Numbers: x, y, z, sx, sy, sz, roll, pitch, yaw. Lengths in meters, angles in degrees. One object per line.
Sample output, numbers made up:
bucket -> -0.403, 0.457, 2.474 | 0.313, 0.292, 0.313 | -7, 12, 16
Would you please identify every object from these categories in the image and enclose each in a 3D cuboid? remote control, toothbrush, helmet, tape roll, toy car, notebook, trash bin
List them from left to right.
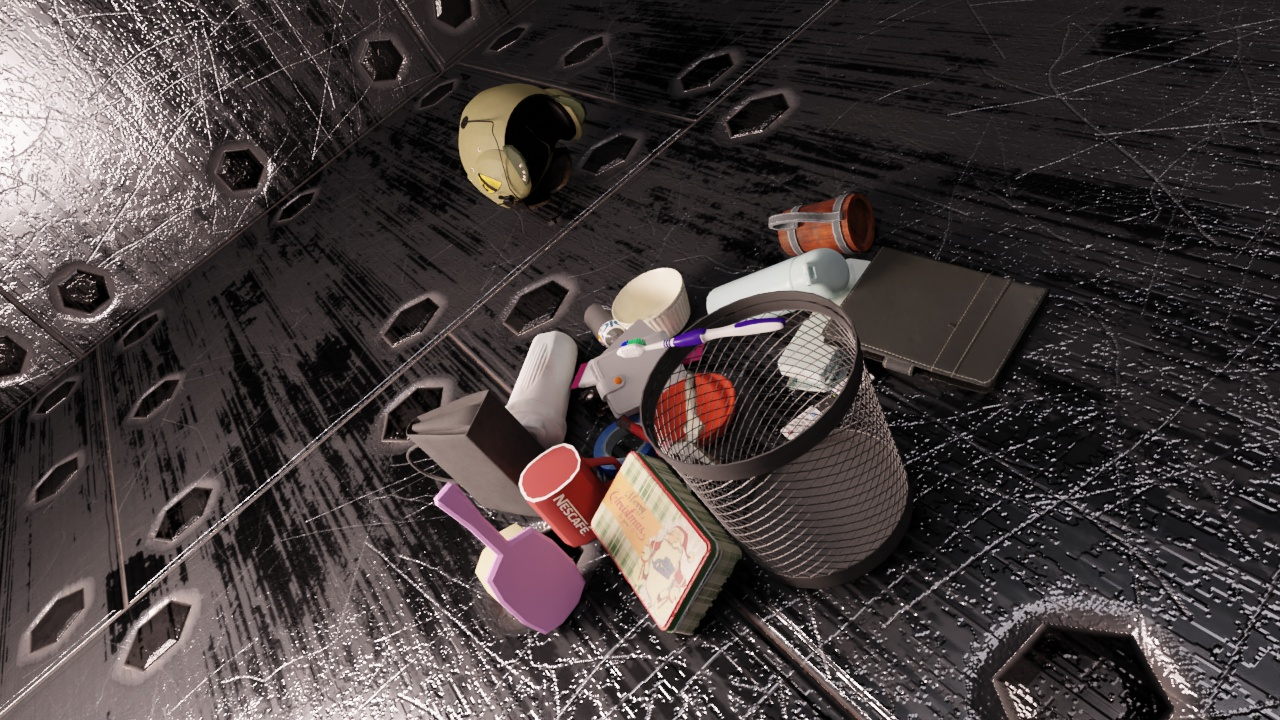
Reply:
helmet -> -0.218, -0.388, 1.711 | 0.233, 0.256, 0.249 | 12, 54, 41
toy car -> -0.038, 0.045, 1.277 | 0.092, 0.040, 0.037 | -23, 36, 16
tape roll -> -0.017, 0.112, 1.204 | 0.093, 0.016, 0.091 | -24, 37, 14
toothbrush -> 0.057, -0.024, 0.910 | 0.187, 0.015, 0.016 | -10, 38, 30
trash bin -> 0.148, 0.087, 0.921 | 0.218, 0.227, 0.217 | -21, 38, 18
remote control -> 0.222, 0.054, 1.084 | 0.124, 0.012, 0.028 | -38, 36, -4
notebook -> 0.338, -0.050, 1.067 | 0.209, 0.029, 0.169 | 20, 62, 37

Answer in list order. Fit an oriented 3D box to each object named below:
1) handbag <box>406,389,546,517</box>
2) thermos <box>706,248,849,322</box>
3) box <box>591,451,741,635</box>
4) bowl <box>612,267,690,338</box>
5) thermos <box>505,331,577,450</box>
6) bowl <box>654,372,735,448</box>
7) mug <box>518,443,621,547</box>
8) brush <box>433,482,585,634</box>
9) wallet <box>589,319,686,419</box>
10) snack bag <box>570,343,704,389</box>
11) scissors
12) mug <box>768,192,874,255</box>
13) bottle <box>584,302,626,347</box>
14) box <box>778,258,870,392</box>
handbag -> -0.232, 0.135, 1.219 | 0.196, 0.176, 0.072 | -11, 43, 34
thermos -> 0.176, -0.090, 1.190 | 0.207, 0.077, 0.065 | -18, 79, 51
box -> 0.021, 0.197, 1.015 | 0.118, 0.050, 0.205 | -59, 34, 12
bowl -> 0.023, -0.074, 1.346 | 0.115, 0.062, 0.115 | -22, 38, 18
thermos -> -0.141, 0.053, 1.316 | 0.099, 0.099, 0.219 | -18, 34, 22
bowl -> 0.071, 0.072, 1.164 | 0.122, 0.035, 0.121 | -22, 38, 18
mug -> -0.075, 0.157, 1.131 | 0.116, 0.096, 0.080 | -36, 36, -2
brush -> -0.153, 0.212, 1.021 | 0.089, 0.229, 0.043 | -50, 31, -20
wallet -> -0.007, 0.007, 1.234 | 0.118, 0.037, 0.115 | -23, 72, -9
snack bag -> -0.003, 0.003, 1.301 | 0.197, 0.016, 0.070 | -13, 26, 19
scissors -> 0.045, 0.082, 1.128 | 0.199, 0.015, 0.178 | 4, 51, 40
mug -> 0.244, -0.186, 1.261 | 0.111, 0.117, 0.081 | -3, 83, 41
bottle -> -0.050, -0.049, 1.388 | 0.047, 0.047, 0.112 | -36, 36, -2
box -> 0.249, -0.047, 1.150 | 0.084, 0.067, 0.198 | -14, 35, 56
